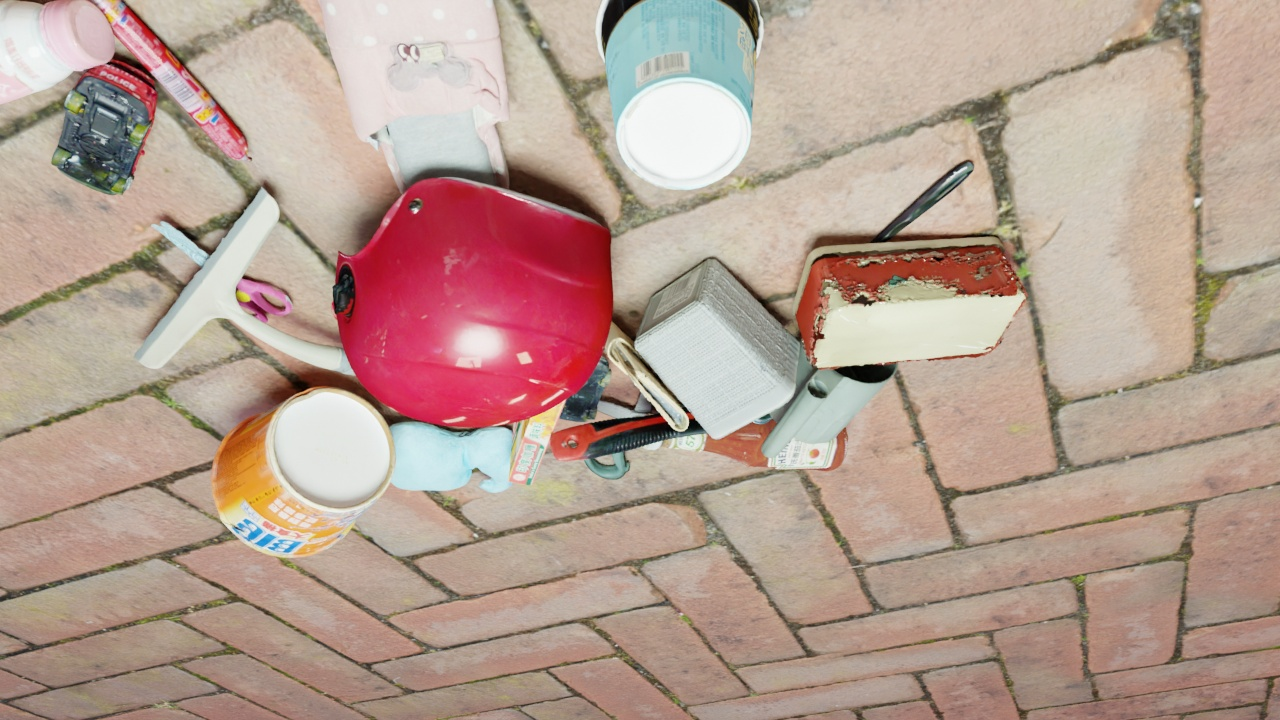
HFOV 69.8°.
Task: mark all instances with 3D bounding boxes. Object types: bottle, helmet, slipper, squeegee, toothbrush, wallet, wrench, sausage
[{"bbox_3d":[0.102,0.075,0.902,0.206,0.059,0.060,5,141,-16],"label":"bottle"},{"bbox_3d":[-0.130,-0.016,0.713,0.206,0.143,0.241,14,142,-42],"label":"helmet"},{"bbox_3d":[-0.144,-0.184,0.608,0.114,0.054,0.275,-1,142,1],"label":"slipper"},{"bbox_3d":[-0.279,-0.009,0.814,0.246,0.039,0.247,27,130,-36],"label":"squeegee"},{"bbox_3d":[0.198,-0.098,0.744,0.015,0.018,0.182,26,132,-24],"label":"toothbrush"},{"bbox_3d":[-0.432,-0.191,0.584,0.197,0.068,0.068,-7,140,10],"label":"bottle"},{"bbox_3d":[-0.005,0.005,0.795,0.024,0.115,0.087,-36,129,3],"label":"wallet"},{"bbox_3d":[0.050,0.061,0.859,0.273,0.056,0.016,-5,150,-15],"label":"wrench"},{"bbox_3d":[-0.318,-0.194,0.623,0.020,0.020,0.156,-15,137,17],"label":"sausage"}]

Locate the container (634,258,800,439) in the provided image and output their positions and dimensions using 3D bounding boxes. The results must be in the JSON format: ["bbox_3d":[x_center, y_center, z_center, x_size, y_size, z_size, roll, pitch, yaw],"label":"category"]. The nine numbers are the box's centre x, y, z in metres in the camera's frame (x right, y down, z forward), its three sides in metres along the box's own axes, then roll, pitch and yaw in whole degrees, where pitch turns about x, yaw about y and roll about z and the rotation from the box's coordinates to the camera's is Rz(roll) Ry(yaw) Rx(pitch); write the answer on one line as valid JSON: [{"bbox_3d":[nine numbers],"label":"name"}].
[{"bbox_3d":[0.063,-0.012,0.775,0.090,0.090,0.114,-32,113,31],"label":"container"}]

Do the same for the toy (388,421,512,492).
[{"bbox_3d":[-0.202,0.104,0.959,0.156,0.049,0.161,-23,138,10],"label":"toy"}]

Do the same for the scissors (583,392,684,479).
[{"bbox_3d":[0.016,0.083,0.960,0.173,0.019,0.170,14,140,-18],"label":"scissors"}]

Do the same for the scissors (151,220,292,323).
[{"bbox_3d":[-0.355,-0.072,0.768,0.063,0.017,0.135,-16,142,23],"label":"scissors"}]

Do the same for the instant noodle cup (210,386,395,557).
[{"bbox_3d":[-0.309,0.099,0.862,0.151,0.151,0.112,28,142,-29],"label":"instant noodle cup"}]

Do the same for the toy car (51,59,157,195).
[{"bbox_3d":[-0.372,-0.161,0.642,0.053,0.045,0.121,29,140,-27],"label":"toy car"}]

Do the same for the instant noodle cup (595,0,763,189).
[{"bbox_3d":[0.026,-0.172,0.571,0.111,0.120,0.111,0,140,0],"label":"instant noodle cup"}]

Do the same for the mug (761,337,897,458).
[{"bbox_3d":[0.158,0.026,0.818,0.083,0.123,0.104,40,140,11],"label":"mug"}]

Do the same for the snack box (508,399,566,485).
[{"bbox_3d":[-0.096,0.046,0.867,0.027,0.076,0.156,10,139,-13],"label":"snack box"}]

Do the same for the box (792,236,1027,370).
[{"bbox_3d":[0.218,-0.041,0.745,0.168,0.079,0.091,-5,142,-8],"label":"box"}]

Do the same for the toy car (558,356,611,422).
[{"bbox_3d":[-0.056,0.025,0.877,0.043,0.034,0.091,12,137,-10],"label":"toy car"}]
